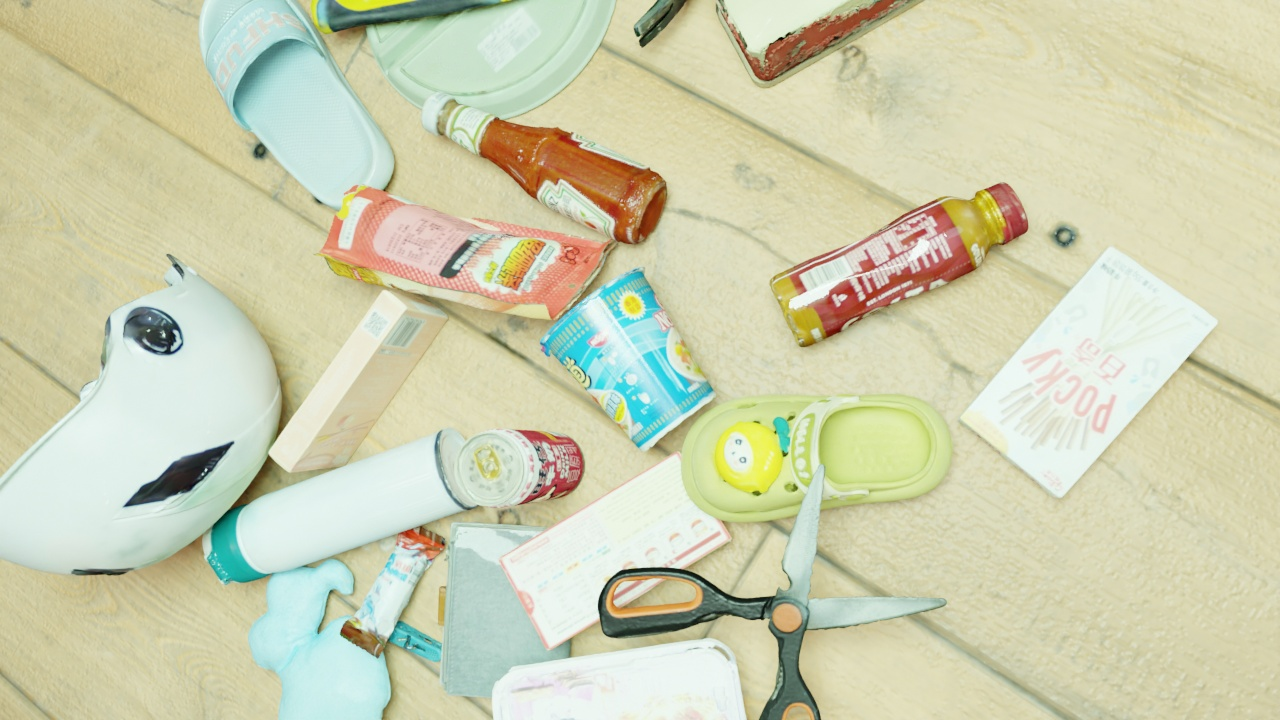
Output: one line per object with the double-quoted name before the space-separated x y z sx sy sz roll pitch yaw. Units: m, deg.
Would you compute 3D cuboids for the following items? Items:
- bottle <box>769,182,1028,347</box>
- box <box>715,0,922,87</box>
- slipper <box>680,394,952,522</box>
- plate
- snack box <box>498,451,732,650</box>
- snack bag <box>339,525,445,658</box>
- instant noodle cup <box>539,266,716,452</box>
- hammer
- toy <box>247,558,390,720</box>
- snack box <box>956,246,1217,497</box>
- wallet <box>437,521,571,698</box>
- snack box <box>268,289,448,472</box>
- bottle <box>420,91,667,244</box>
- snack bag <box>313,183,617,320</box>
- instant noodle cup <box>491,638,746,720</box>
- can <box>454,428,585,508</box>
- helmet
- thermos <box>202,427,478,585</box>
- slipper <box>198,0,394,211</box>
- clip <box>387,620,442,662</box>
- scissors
"bottle" 0.181 -0.070 0.648 0.175 0.057 0.057 -25 80 11
"box" 0.139 -0.283 0.667 0.168 0.077 0.091 -28 79 11
"slipper" 0.120 0.059 0.637 0.191 0.081 0.091 -6 72 7
"plate" -0.131 -0.313 0.764 0.230 0.027 0.230 -1 85 15
"snack box" -0.018 0.139 0.679 0.155 0.027 0.077 -30 79 -4
"snack bag" -0.196 0.179 0.727 0.048 0.026 0.104 20 65 25
"instant noodle cup" -0.004 0.004 0.676 0.099 0.099 0.110 -38 86 8
"hammer" -0.112 -0.298 0.727 0.324 0.032 0.126 -4 84 13
"toy" -0.255 0.247 0.736 0.156 0.050 0.161 18 80 21
"snack box" 0.303 0.008 0.628 0.085 0.027 0.157 41 95 14
"wallet" -0.104 0.193 0.709 0.106 0.037 0.129 3 87 3
"snack box" -0.221 0.018 0.728 0.026 0.084 0.157 38 94 11
"bottle" -0.080 -0.156 0.718 0.206 0.059 0.060 27 92 13
"snack bag" -0.135 -0.082 0.707 0.208 0.128 0.073 14 123 18
"instant noodle cup" -0.010 0.274 0.653 0.173 0.060 0.138 -9 83 1
"can" -0.084 0.077 0.663 0.053 0.132 0.053 -1 85 13
"helmet" -0.366 0.063 0.698 0.146 0.258 0.229 35 113 -22
"thermos" -0.242 0.119 0.734 0.224 0.073 0.073 -20 81 11
"slipper" -0.302 -0.228 0.775 0.104 0.074 0.245 -40 79 9
"clip" -0.179 0.225 0.733 0.057 0.046 0.014 21 88 11
"scissors" 0.080 0.175 0.605 0.221 0.021 0.230 11 96 10
